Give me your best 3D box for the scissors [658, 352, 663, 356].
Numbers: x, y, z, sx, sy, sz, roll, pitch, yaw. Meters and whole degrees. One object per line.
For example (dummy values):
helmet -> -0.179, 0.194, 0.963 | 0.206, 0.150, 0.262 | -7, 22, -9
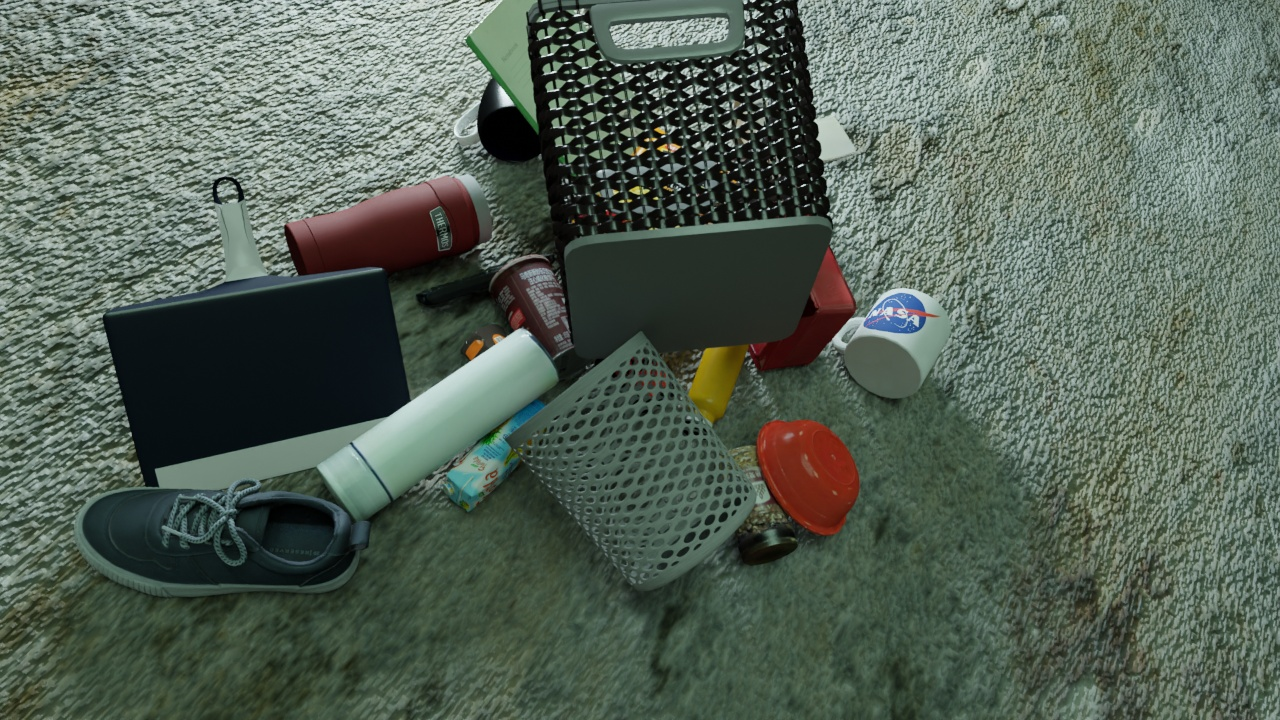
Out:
scissors -> 0.057, -0.057, 1.034 | 0.157, 0.013, 0.170 | 43, 66, 1

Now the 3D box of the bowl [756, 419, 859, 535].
bowl -> 0.178, 0.108, 0.923 | 0.130, 0.045, 0.130 | 30, 39, -28

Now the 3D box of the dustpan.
dustpan -> -0.355, -0.034, 0.850 | 0.235, 0.080, 0.273 | -13, 103, -23

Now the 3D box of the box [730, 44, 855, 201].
box -> 0.193, -0.291, 1.120 | 0.105, 0.188, 0.143 | -21, 71, -10

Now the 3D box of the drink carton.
drink carton -> -0.135, 0.089, 0.880 | 0.038, 0.044, 0.128 | 38, 55, 10

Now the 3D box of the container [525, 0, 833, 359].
container -> 0.032, -0.165, 0.861 | 0.247, 0.246, 0.243 | -6, 66, -3

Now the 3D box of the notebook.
notebook -> -0.084, -0.324, 1.094 | 0.252, 0.010, 0.181 | 50, 49, -28

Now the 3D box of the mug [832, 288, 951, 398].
mug -> 0.280, -0.022, 1.052 | 0.121, 0.091, 0.089 | 12, 46, 36

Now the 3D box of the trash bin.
trash bin -> -0.004, 0.093, 0.828 | 0.156, 0.157, 0.183 | -39, 92, -32

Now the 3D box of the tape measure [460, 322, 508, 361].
tape measure -> -0.150, -0.005, 0.936 | 0.059, 0.038, 0.058 | 42, 21, 3

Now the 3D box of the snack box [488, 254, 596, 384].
snack box -> -0.101, -0.042, 0.959 | 0.072, 0.072, 0.121 | -21, 66, -27

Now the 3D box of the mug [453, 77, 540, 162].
mug -> -0.169, -0.299, 1.110 | 0.119, 0.085, 0.100 | -14, 53, 10

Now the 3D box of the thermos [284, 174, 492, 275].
thermos -> -0.268, -0.138, 0.974 | 0.198, 0.084, 0.108 | -22, 33, -25

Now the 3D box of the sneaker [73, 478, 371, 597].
sneaker -> -0.345, 0.142, 0.757 | 0.235, 0.088, 0.089 | 7, 57, -12

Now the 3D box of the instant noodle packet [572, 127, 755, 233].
instant noodle packet -> 0.034, -0.186, 1.113 | 0.160, 0.032, 0.220 | 32, 55, 2

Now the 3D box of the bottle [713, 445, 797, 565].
bottle -> 0.112, 0.142, 0.907 | 0.056, 0.056, 0.105 | -6, 59, -19

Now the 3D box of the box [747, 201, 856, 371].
box -> 0.156, -0.083, 1.027 | 0.087, 0.129, 0.157 | -8, 62, -25

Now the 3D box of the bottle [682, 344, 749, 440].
bottle -> 0.081, 0.017, 0.981 | 0.043, 0.043, 0.143 | 23, 64, -1

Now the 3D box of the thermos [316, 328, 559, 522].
thermos -> -0.183, 0.058, 0.848 | 0.229, 0.068, 0.068 | -35, 72, -21

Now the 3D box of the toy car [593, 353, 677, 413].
toy car -> -0.006, 0.006, 0.967 | 0.051, 0.049, 0.100 | -36, 73, -32

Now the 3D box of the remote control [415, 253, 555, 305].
remote control -> -0.164, -0.086, 0.990 | 0.150, 0.047, 0.022 | -21, 102, -26
